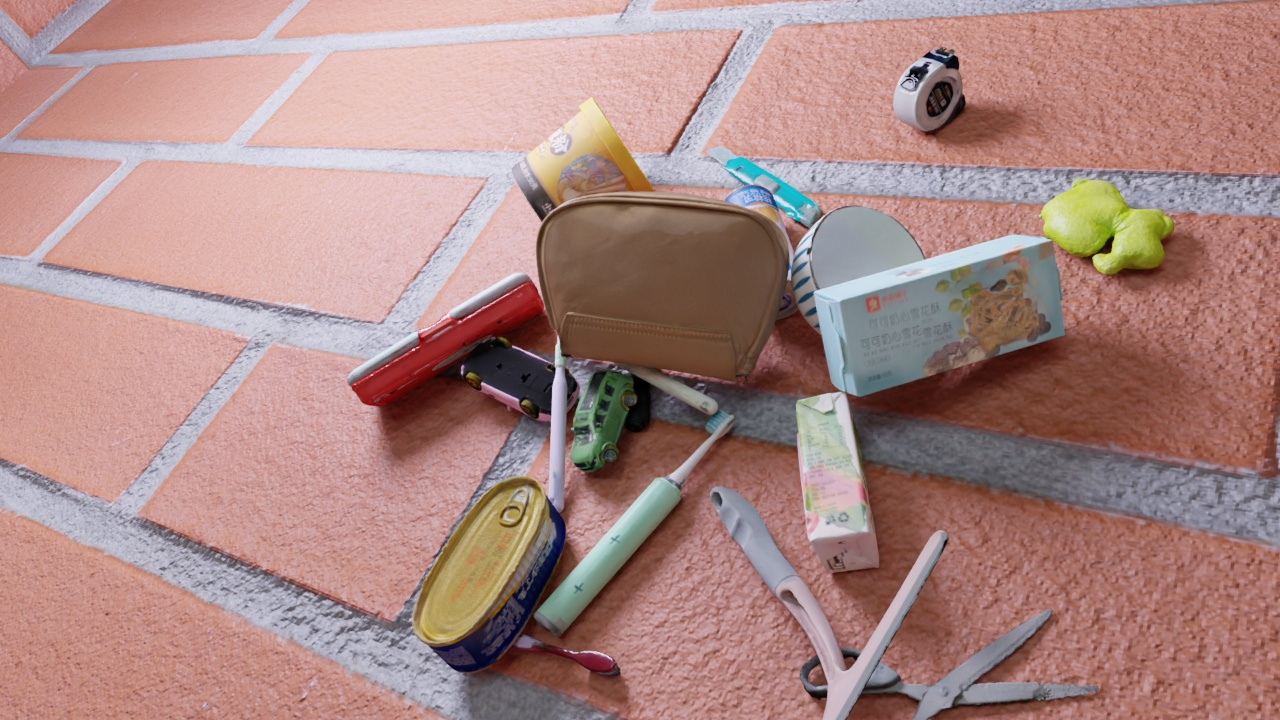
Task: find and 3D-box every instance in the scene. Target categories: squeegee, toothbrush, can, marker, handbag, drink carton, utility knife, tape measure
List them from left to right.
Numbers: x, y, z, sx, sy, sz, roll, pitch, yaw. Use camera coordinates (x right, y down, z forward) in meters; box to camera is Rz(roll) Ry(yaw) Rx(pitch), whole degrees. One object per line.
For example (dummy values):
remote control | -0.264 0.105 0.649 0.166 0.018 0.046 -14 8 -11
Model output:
can | -0.112 0.161 0.700 0.075 0.049 0.147 5 50 32
toothbrush | -0.096 0.212 0.693 0.188 0.017 0.016 3 56 31
toothbrush | -0.069 0.040 0.796 0.029 0.021 0.188 -15 61 33
toothbrush | -0.005 0.005 0.798 0.190 0.020 0.029 28 99 39
marker | 0.002 0.005 0.820 0.022 0.020 0.131 -31 38 38
toothbrush | 0.002 0.122 0.714 0.027 0.026 0.224 34 71 30
handbag | 0.019 -0.065 0.764 0.205 0.148 0.099 9 10 15
utility knife | 0.122 -0.181 0.929 0.029 0.013 0.186 -37 46 -8
can | 0.111 -0.100 0.836 0.053 0.053 0.134 -19 46 10
squeegee | 0.096 0.154 0.604 0.249 0.040 0.248 -118 47 -63
drink carton | 0.139 0.087 0.660 0.045 0.053 0.122 -13 46 15
tape measure | 0.277 -0.256 0.883 0.066 0.066 0.033 -37 41 -11

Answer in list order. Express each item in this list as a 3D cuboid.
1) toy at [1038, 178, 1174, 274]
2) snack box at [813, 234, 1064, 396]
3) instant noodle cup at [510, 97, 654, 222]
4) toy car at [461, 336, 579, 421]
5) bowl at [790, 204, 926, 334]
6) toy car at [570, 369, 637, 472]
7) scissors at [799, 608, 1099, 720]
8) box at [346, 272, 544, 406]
toy | 0.369 -0.108 0.735 0.100 0.031 0.096 14 61 34
snack box | 0.220 -0.035 0.677 0.174 0.074 0.051 -16 15 -8
instant noodle cup | -0.063 -0.194 0.965 0.114 0.118 0.118 -33 45 7
toy car | -0.110 0.019 0.847 0.122 0.037 0.056 24 63 30
bowl | 0.171 -0.061 0.750 0.116 0.116 0.066 -59 10 -27
toy car | -0.034 0.050 0.775 0.043 0.036 0.091 -14 53 48
scissors | 0.181 0.208 0.566 0.159 0.014 0.177 21 60 34
box | -0.189 -0.022 0.899 0.201 0.086 0.047 -32 86 -2
